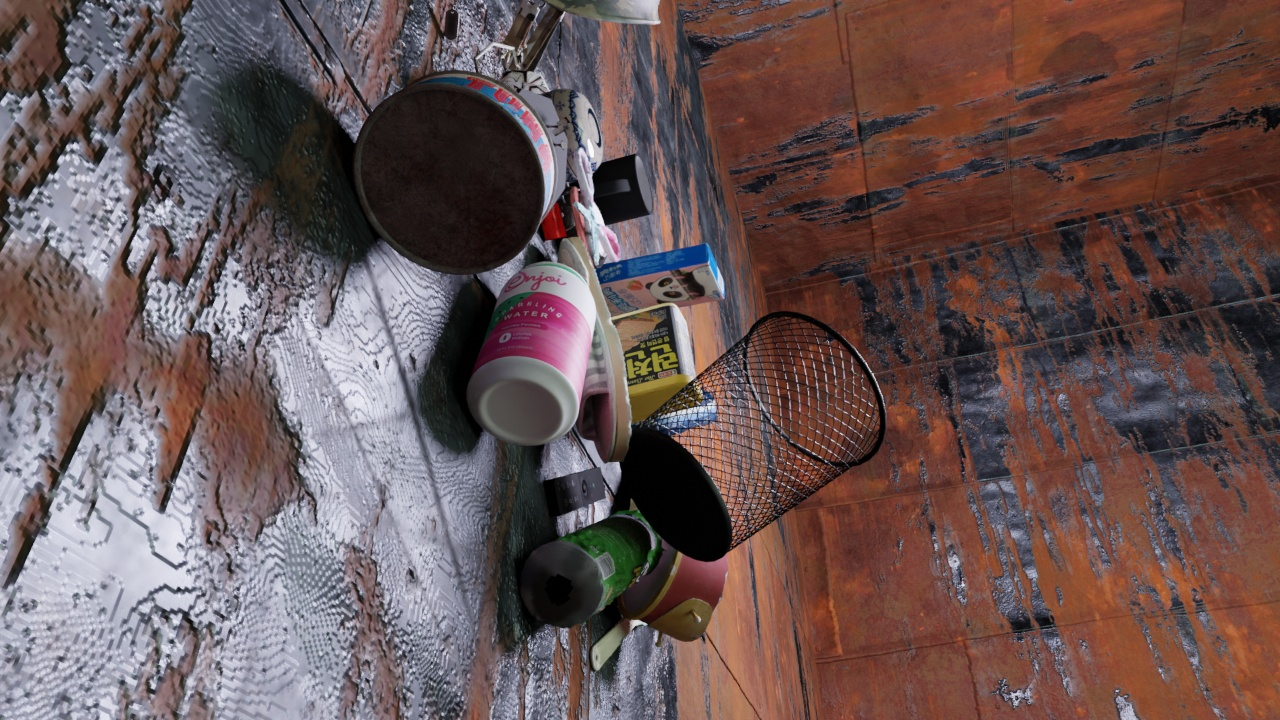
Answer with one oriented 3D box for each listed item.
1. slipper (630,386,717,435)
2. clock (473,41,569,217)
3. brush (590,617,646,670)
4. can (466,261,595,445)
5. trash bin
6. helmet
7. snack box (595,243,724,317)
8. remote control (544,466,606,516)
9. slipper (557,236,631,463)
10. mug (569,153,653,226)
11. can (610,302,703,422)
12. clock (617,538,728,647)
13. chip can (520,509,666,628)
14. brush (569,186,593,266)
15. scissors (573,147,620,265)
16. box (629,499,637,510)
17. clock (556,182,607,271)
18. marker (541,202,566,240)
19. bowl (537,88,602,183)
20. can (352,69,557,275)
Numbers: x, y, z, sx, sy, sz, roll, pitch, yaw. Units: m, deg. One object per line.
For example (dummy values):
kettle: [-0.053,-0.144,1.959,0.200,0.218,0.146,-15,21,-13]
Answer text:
slipper: [0.036,0.046,1.197,0.252,0.105,0.095,-19,104,-74]
clock: [-0.109,-0.200,0.808,0.114,0.065,0.155,-42,132,-52]
brush: [-0.018,0.285,0.973,0.217,0.012,0.033,-2,81,-75]
can: [-0.087,-0.010,0.769,0.165,0.088,0.088,-84,158,-53]
trash bin: [0.103,0.080,0.906,0.209,0.184,0.184,-33,117,-31]
helmet: [-0.087,-0.372,0.880,0.192,0.224,0.237,-81,-179,-69]
snack box: [0.023,-0.099,1.169,0.088,0.154,0.033,56,28,-56]
remote control: [-0.062,0.129,0.916,0.150,0.013,0.034,9,69,-76]
slipper: [-0.058,-0.017,0.912,0.115,0.054,0.272,98,-18,-46]
mug: [-0.040,-0.211,1.147,0.113,0.088,0.078,-34,112,-76]
can: [-0.006,0.006,1.011,0.072,0.131,0.101,53,26,-61]
clock: [0.043,0.222,0.985,0.081,0.117,0.158,30,42,-18]
chip can: [-0.038,0.185,0.838,0.223,0.075,0.075,8,70,-75]
brush: [-0.068,-0.109,1.026,0.040,0.030,0.172,-84,166,-64]
scissors: [-0.055,-0.169,1.006,0.170,0.014,0.168,16,59,-77]
box: [0.018,0.184,1.140,0.187,0.048,0.140,-72,144,-65]
clock: [-0.068,-0.154,1.075,0.091,0.044,0.123,-87,160,-47]
marker: [-0.109,-0.203,0.993,0.021,0.023,0.145,-159,-125,-78]
bowl: [-0.082,-0.267,1.085,0.115,0.059,0.115,-11,89,-77]
can: [-0.124,-0.126,0.622,0.044,0.130,0.130,-77,152,-61]
